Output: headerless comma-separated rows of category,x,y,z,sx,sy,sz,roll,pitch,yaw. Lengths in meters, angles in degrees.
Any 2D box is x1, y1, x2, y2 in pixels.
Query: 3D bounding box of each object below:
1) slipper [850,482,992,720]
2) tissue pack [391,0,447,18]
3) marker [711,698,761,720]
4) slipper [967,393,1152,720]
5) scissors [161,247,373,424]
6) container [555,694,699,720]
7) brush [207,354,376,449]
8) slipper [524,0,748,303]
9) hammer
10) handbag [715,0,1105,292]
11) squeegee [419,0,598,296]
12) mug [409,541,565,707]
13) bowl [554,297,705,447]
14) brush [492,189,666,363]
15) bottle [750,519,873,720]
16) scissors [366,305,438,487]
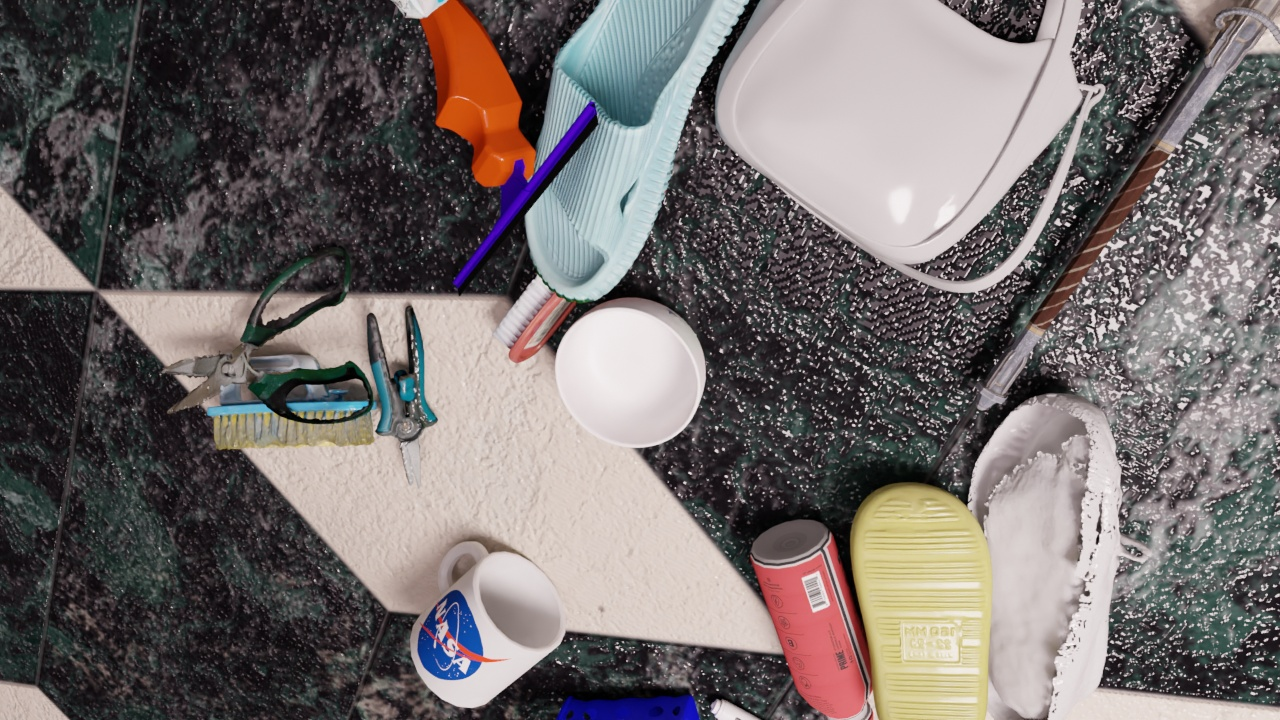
slipper,0.200,0.177,0.650,0.092,0.081,0.190,-6,92,13
tissue pack,-0.115,-0.276,0.543,0.144,0.062,0.093,-42,92,-12
marker,0.119,0.316,0.761,0.133,0.017,0.020,28,79,3
slipper,0.279,0.139,0.618,0.112,0.074,0.247,14,116,43
scissors,-0.294,-0.021,0.713,0.210,0.015,0.154,0,85,18
container,-0.009,0.334,0.765,0.114,0.085,0.084,-9,109,17
brush,-0.274,0.033,0.736,0.136,0.055,0.075,-2,88,16
slipper,-0.014,-0.165,0.562,0.116,0.069,0.277,44,116,33
hammer,0.288,-0.100,0.536,0.098,0.044,0.323,28,115,3
handbag,0.172,-0.176,0.536,0.216,0.095,0.223,36,103,-2
squeegee,-0.108,-0.173,0.598,0.250,0.055,0.184,-33,82,57
mug,-0.130,0.206,0.752,0.090,0.091,0.121,-44,60,25
bowl,-0.004,0.004,0.651,0.105,0.054,0.105,6,114,13
brush,-0.046,-0.066,0.646,0.030,0.040,0.173,47,113,11
bottle,0.137,0.210,0.689,0.062,0.062,0.177,-14,106,20
scissors,-0.180,0.027,0.719,0.129,0.019,0.138,38,86,-31
